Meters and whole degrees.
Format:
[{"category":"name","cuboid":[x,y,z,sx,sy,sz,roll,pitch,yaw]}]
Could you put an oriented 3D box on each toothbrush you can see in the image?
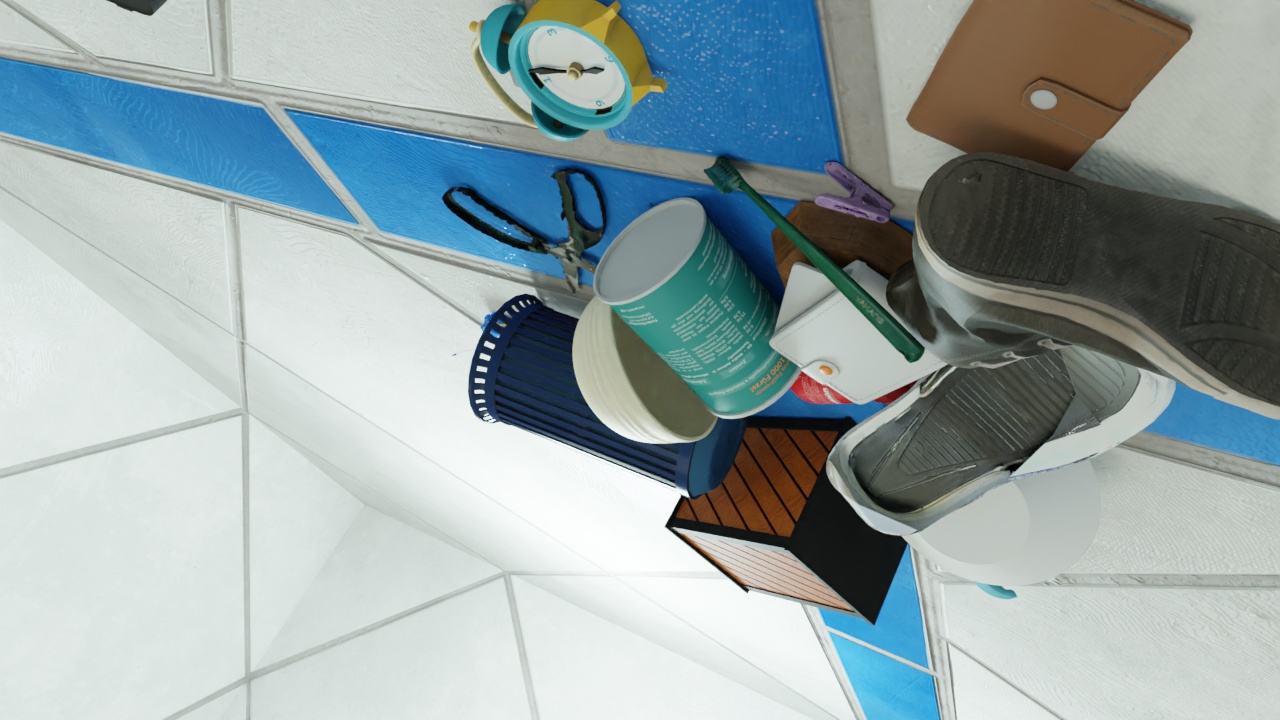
[{"category":"toothbrush","cuboid":[0.104,-0.066,0.573,0.190,0.017,0.016,49,173,25]}]

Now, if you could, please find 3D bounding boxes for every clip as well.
[{"category":"clip","cuboid":[0.325,0.159,0.876,0.130,0.120,0.030,50,164,11]},{"category":"clip","cuboid":[0.133,-0.101,0.564,0.050,0.029,0.013,22,161,-11]}]

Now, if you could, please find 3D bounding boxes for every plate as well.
[{"category":"plate","cuboid":[0.257,0.108,0.709,0.174,0.036,0.174,17,120,31]},{"category":"plate","cuboid":[0.146,-0.056,0.633,0.131,0.025,0.131,25,157,11]}]

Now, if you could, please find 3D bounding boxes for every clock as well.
[{"category":"clock","cuboid":[-0.050,-0.185,0.583,0.130,0.043,0.099,0,144,39]}]

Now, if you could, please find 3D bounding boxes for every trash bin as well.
[{"category":"trash bin","cuboid":[-0.027,0.036,0.900,0.250,0.139,0.139,19,156,21]},{"category":"trash bin","cuboid":[0.153,0.152,0.915,0.139,0.139,0.172,43,155,-28]}]

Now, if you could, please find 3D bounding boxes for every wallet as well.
[{"category":"wallet","cuboid":[0.137,-0.024,0.627,0.115,0.037,0.119,33,154,-8]},{"category":"wallet","cuboid":[0.186,-0.132,0.438,0.087,0.013,0.121,28,159,6]}]

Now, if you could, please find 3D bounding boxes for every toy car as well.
[{"category":"toy car","cuboid":[-0.165,-0.020,1.045,0.092,0.061,0.033,15,153,33]}]

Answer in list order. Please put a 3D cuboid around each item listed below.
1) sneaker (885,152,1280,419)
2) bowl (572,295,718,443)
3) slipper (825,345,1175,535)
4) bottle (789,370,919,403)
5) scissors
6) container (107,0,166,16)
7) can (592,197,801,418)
[{"category":"sneaker","cuboid":[0.251,-0.025,0.491,0.235,0.095,0.120,16,166,8]},{"category":"bowl","cuboid":[-0.005,0.004,0.762,0.075,0.150,0.151,-22,129,33]},{"category":"slipper","cuboid":[0.235,0.039,0.636,0.111,0.062,0.265,48,137,6]},{"category":"bottle","cuboid":[0.161,0.014,0.743,0.042,0.041,0.142,41,155,-26]},{"category":"scissors","cuboid":[-0.094,-0.122,0.805,0.206,0.015,0.202,24,155,12]},{"category":"container","cuboid":[-0.330,-0.330,0.498,0.163,0.130,0.242,24,157,15]},{"category":"can","cuboid":[0.048,-0.037,0.697,0.099,0.099,0.144,2,145,49]}]
